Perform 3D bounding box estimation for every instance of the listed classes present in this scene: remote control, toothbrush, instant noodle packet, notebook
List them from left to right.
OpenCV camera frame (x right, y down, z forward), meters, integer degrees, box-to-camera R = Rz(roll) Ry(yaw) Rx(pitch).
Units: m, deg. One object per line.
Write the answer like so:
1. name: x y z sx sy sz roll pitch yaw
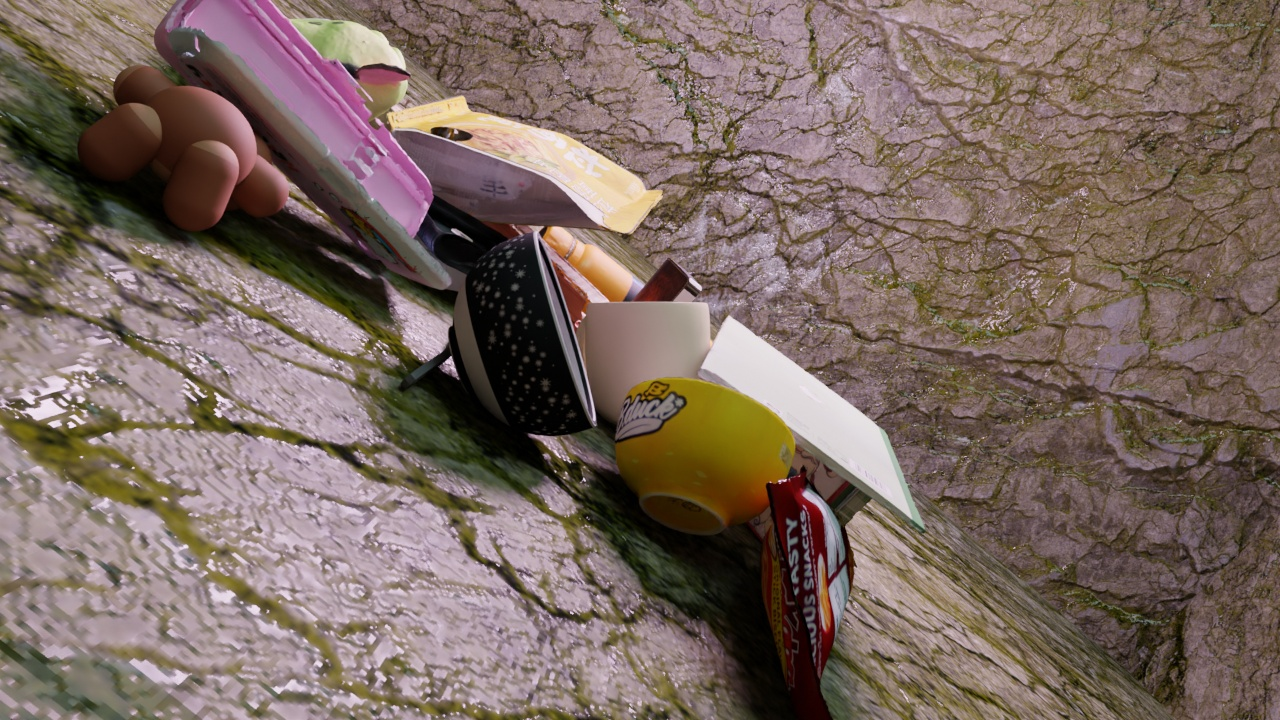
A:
1. toothbrush: -0.118 -0.004 0.551 0.013 0.013 0.167 48 8 -6
2. remote control: -0.148 -0.079 0.755 0.049 0.024 0.143 43 9 12
3. instant noodle packet: -0.097 -0.164 0.821 0.221 0.084 0.162 17 23 6
4. notebook: 0.131 0.036 0.716 0.182 0.010 0.252 35 14 1

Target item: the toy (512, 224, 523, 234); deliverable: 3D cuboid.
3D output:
1. toy: -0.138 -0.146 0.962 0.074 0.085 0.106 17 26 -34

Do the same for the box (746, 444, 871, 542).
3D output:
1. box: 0.112 0.076 0.814 0.051 0.118 0.205 39 9 -43

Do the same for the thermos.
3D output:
1. thermos: -0.032 -0.056 1.026 0.232 0.092 0.076 37 38 -20

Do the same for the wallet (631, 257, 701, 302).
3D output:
1. wallet: 0.003 -0.040 0.884 0.019 0.123 0.072 36 10 -27

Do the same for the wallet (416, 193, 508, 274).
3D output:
1. wallet: -0.133 -0.091 0.708 0.115 0.026 0.089 28 16 -48

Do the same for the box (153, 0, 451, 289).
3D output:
1. box: -0.201 -0.129 0.559 0.201 0.077 0.146 50 15 -42

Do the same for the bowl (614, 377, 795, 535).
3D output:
1. bowl: 0.035 0.070 0.592 0.117 0.067 0.117 16 -30 9

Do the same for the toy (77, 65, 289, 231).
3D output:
1. toy: -0.227 -0.105 0.473 0.095 0.065 0.128 42 -3 -15

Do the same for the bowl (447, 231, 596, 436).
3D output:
1. bowl: -0.075 -0.009 0.540 0.120 0.066 0.120 60 14 -90

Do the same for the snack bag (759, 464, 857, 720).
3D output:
1. snack bag: 0.100 0.128 0.538 0.208 0.067 0.139 8 77 -81

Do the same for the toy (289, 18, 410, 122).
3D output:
1. toy: -0.265 -0.232 0.754 0.150 0.107 0.196 5 26 -14

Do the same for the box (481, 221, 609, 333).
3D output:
1. box: -0.102 -0.081 0.879 0.187 0.083 0.041 45 42 19

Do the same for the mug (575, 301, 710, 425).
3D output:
1. mug: -0.004 0.004 0.731 0.120 0.100 0.096 2 3 34

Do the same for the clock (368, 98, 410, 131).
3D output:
1. clock: -0.280 -0.271 1.061 0.093 0.055 0.140 34 13 -38
